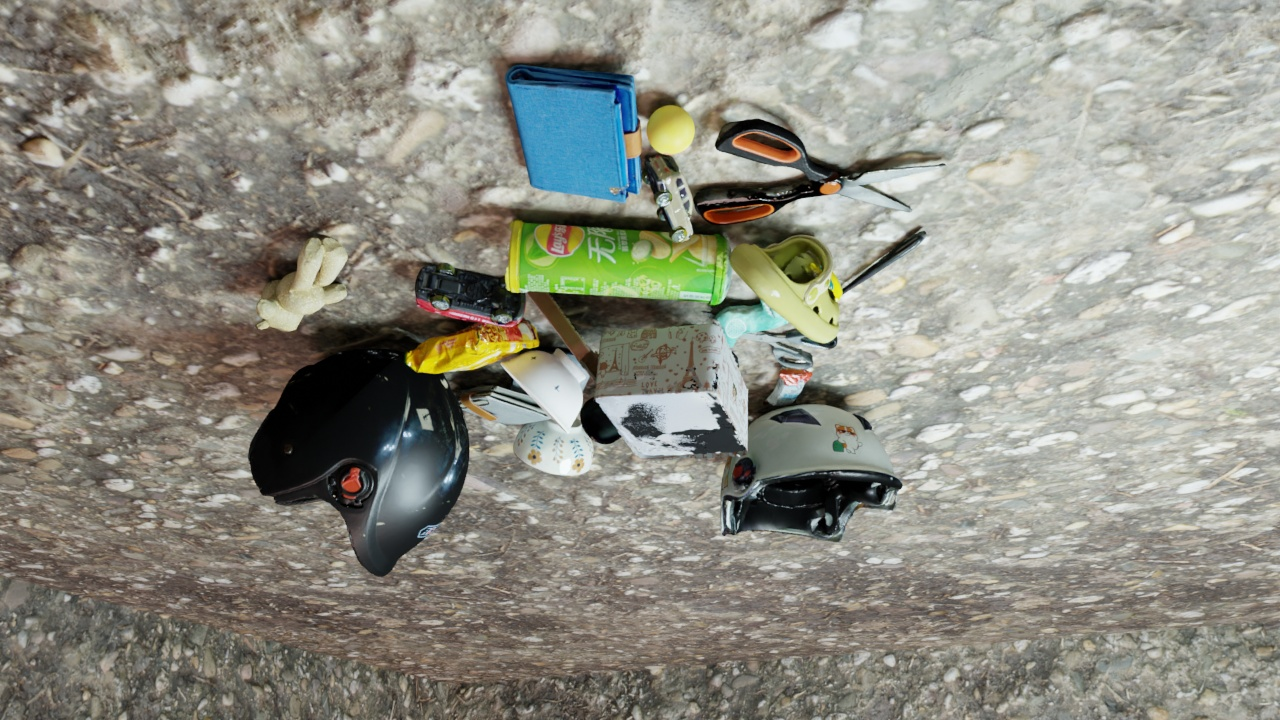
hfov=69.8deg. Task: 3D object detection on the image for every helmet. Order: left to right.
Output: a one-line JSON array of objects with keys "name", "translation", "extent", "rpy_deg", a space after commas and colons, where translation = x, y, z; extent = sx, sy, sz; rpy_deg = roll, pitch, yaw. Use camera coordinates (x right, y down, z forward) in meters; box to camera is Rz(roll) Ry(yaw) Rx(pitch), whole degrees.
[{"name": "helmet", "translation": [-0.321, 0.114, 1.125], "extent": [0.230, 0.274, 0.233], "rpy_deg": [-27, 172, 0]}, {"name": "helmet", "translation": [0.219, 0.140, 1.243], "extent": [0.230, 0.156, 0.275], "rpy_deg": [5, 149, -15]}]

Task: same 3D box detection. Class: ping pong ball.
[{"name": "ping pong ball", "translation": [0.025, -0.192, 0.765], "extent": [0.040, 0.040, 0.040], "rpy_deg": [2, 152, 1]}]

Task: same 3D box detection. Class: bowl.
[{"name": "bowl", "translation": [-0.105, 0.025, 1.107], "extent": [0.064, 0.118, 0.118], "rpy_deg": [-43, 148, -7]}, {"name": "bowl", "translation": [-0.116, 0.109, 1.285], "extent": [0.113, 0.113, 0.062], "rpy_deg": [12, 109, -18]}]

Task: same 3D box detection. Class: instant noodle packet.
[{"name": "instant noodle packet", "translation": [-0.196, -0.016, 1.078], "extent": [0.129, 0.044, 0.110], "rpy_deg": [-18, 170, 35]}]

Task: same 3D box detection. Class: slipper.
[{"name": "slipper", "translation": [0.160, -0.079, 0.913], "extent": [0.082, 0.091, 0.190], "rpy_deg": [-45, 149, 15]}]

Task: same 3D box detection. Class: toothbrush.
[{"name": "toothbrush", "translation": [0.233, -0.089, 0.967], "extent": [0.018, 0.015, 0.182], "rpy_deg": [25, 146, -21]}]

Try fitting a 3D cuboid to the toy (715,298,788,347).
[{"name": "toy", "translation": [0.128, -0.053, 1.029], "extent": [0.092, 0.030, 0.096], "rpy_deg": [-13, 142, 10]}]

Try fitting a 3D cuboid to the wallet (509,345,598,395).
[{"name": "wallet", "translation": [-0.114, 0.017, 1.185], "extent": [0.097, 0.019, 0.121], "rpy_deg": [7, 150, -14]}]

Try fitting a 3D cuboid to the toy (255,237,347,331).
[{"name": "toy", "translation": [-0.366, -0.081, 0.986], "extent": [0.158, 0.066, 0.104], "rpy_deg": [-35, 177, 43]}]

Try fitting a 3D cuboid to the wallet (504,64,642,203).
[{"name": "wallet", "translation": [-0.052, -0.191, 0.777], "extent": [0.106, 0.040, 0.133], "rpy_deg": [8, 152, 8]}]

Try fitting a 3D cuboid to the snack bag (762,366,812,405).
[{"name": "snack bag", "translation": [0.191, 0.037, 1.191], "extent": [0.045, 0.026, 0.105], "rpy_deg": [-3, 153, -8]}]

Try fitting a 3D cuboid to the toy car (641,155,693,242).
[{"name": "toy car", "translation": [0.029, -0.147, 0.846], "extent": [0.035, 0.042, 0.090], "rpy_deg": [-24, 142, 1]}]

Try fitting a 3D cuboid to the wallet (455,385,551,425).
[{"name": "wallet", "translation": [-0.189, 0.064, 1.229], "extent": [0.106, 0.037, 0.130], "rpy_deg": [20, 162, -31]}]

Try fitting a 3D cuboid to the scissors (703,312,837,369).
[{"name": "scissors", "translation": [0.153, -0.028, 1.092], "extent": [0.166, 0.014, 0.163], "rpy_deg": [-10, 147, 24]}]

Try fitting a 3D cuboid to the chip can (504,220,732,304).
[{"name": "chip can", "translation": [-0.020, -0.097, 0.911], "extent": [0.221, 0.072, 0.073], "rpy_deg": [4, 152, -3]}]

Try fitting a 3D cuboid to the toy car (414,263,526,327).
[{"name": "toy car", "translation": [-0.185, -0.068, 0.999], "extent": [0.120, 0.052, 0.045], "rpy_deg": [12, 151, -12]}]

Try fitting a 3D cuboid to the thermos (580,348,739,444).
[{"name": "thermos", "translation": [0.025, 0.041, 1.163], "extent": [0.090, 0.068, 0.243], "rpy_deg": [15, 150, -33]}]

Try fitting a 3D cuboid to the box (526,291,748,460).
[{"name": "box", "translation": [-0.011, 0.017, 0.990], "extent": [0.273, 0.130, 0.179], "rpy_deg": [22, 162, 28]}]

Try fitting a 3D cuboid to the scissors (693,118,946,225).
[{"name": "scissors", "translation": [0.148, -0.164, 0.836], "extent": [0.226, 0.021, 0.220], "rpy_deg": [-20, 150, 38]}]
